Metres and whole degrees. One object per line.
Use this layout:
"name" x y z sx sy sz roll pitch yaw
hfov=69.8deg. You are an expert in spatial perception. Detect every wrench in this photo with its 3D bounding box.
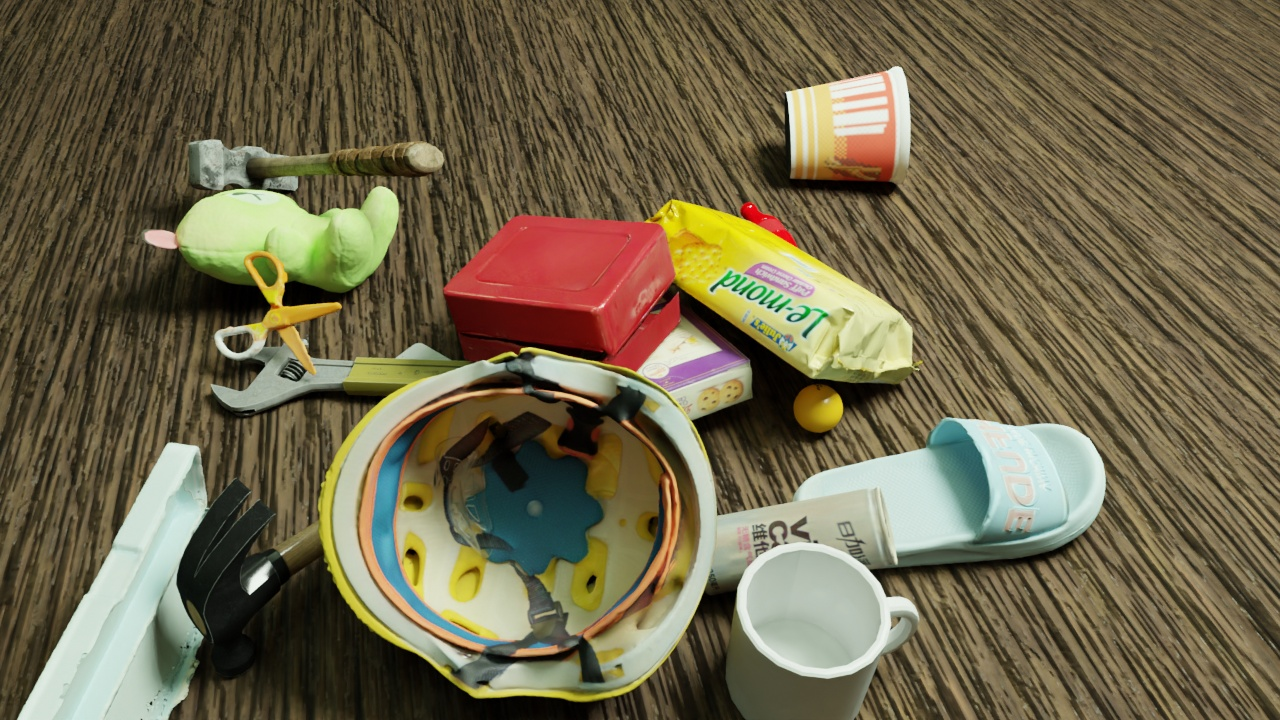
"wrench" -0.228 0.017 0.781 0.273 0.018 0.083 3 49 7

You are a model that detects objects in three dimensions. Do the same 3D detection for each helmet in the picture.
"helmet" -0.069 0.103 0.604 0.240 0.139 0.209 7 84 7

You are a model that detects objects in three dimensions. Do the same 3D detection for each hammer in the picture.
"hammer" -0.305 -0.188 0.881 0.319 0.049 0.121 7 9 37
"hammer" -0.176 0.088 0.658 0.040 0.132 0.304 32 46 26

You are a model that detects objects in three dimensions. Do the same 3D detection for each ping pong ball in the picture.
"ping pong ball" 0.147 0.040 0.758 0.040 0.040 0.040 0 44 -1

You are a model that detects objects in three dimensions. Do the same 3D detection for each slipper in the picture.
"slipper" 0.233 0.094 0.680 0.245 0.074 0.104 -9 46 -8

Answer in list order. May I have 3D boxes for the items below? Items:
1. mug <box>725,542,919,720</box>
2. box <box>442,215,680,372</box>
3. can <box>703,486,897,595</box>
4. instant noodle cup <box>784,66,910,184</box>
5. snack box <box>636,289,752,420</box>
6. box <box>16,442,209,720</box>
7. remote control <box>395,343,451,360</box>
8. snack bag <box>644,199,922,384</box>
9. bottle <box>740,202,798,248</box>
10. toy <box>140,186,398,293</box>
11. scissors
"mug" 0.117 0.176 0.580 0.121 0.090 0.091 -7 45 -8
"box" -0.062 -0.051 0.748 0.158 0.093 0.129 11 42 25
"can" 0.102 0.125 0.630 0.136 0.054 0.054 -13 41 17
"instant noodle cup" 0.224 -0.253 1.013 0.121 0.124 0.123 -4 44 6
"snack box" -0.005 0.004 0.771 0.143 0.041 0.148 -19 36 -19
"box" -0.303 0.163 0.556 0.041 0.135 0.196 9 44 -4
"remote control" -0.156 0.027 0.790 0.147 0.008 0.045 27 51 25
"snack bag" 0.116 -0.063 0.795 0.247 0.068 0.159 38 22 32
"bottle" 0.133 -0.122 0.927 0.036 0.036 0.119 -14 46 -15
"toy" -0.336 -0.112 0.868 0.197 0.107 0.150 -4 24 8
"scissors" -0.315 -0.033 0.785 0.128 0.011 0.125 -38 77 10
